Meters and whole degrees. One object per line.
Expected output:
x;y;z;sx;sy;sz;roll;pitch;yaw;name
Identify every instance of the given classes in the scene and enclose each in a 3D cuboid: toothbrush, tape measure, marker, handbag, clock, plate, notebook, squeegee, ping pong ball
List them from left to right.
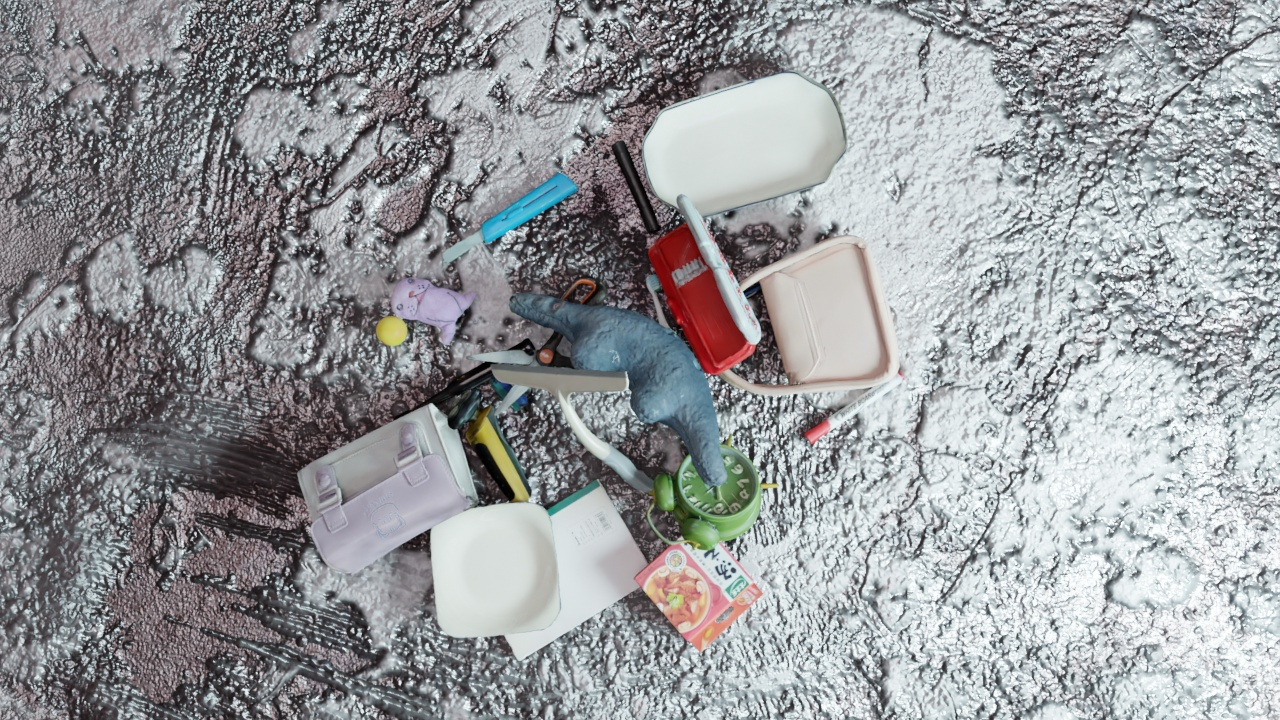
-0.320;0.163;1.169;0.197;0.098;0.145;-28;67;3;handbag
-0.333;-0.039;1.228;0.040;0.040;0.040;0;85;5;ping pong ball
-0.235;0.033;1.222;0.213;0.027;0.026;-29;39;4;toothbrush
-0.185;0.268;1.180;0.164;0.034;0.164;-7;82;5;plate
-0.173;0.041;1.199;0.025;0.054;0.058;-43;92;-1;tape measure
-0.106;0.271;1.195;0.209;0.012;0.150;-31;82;2;notebook
-0.047;0.101;1.121;0.247;0.246;0.039;3;51;45;squeegee
-0.007;-0.231;1.223;0.020;0.022;0.132;-29;81;47;marker
0.043;-0.005;1.196;0.027;0.026;0.224;-23;81;40;toothbrush
0.081;0.169;1.133;0.161;0.056;0.116;-33;63;-20;clock
0.132;-0.083;1.203;0.189;0.016;0.014;-27;80;0;toothbrush
0.135;-0.279;1.206;0.266;0.034;0.162;-17;83;4;plate
0.195;-0.042;1.160;0.234;0.093;0.193;-15;85;9;handbag
0.274;0.060;1.173;0.145;0.017;0.017;-35;83;2;marker

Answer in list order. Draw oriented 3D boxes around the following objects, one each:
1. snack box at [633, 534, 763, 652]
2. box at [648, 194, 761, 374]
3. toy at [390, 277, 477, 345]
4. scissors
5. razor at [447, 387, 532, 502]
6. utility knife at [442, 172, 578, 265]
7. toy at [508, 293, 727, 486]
0.075;0.284;1.153;0.113;0.044;0.127;-41;82;-8;snack box
0.072;-0.093;1.131;0.113;0.099;0.201;-33;66;22;box
-0.283;-0.072;1.225;0.108;0.039;0.083;21;71;6;toy
-0.100;-0.012;1.188;0.230;0.022;0.220;23;75;-5;scissors
-0.195;0.118;1.195;0.062;0.067;0.167;-31;89;42;razor
-0.180;-0.189;1.238;0.209;0.018;0.034;-32;84;4;utility knife
-0.007;0.007;1.131;0.356;0.092;0.137;38;53;15;toy
